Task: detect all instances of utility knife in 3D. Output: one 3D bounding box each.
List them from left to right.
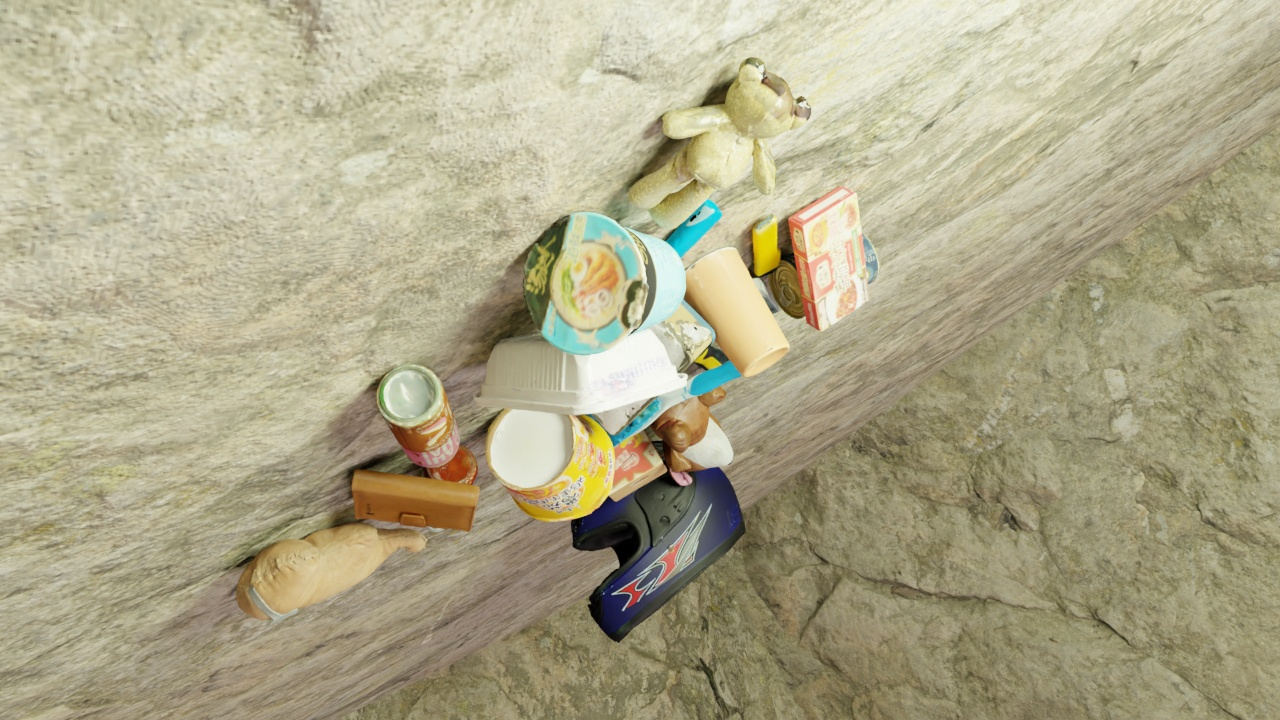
[{"bbox_3d":[-0.002,-0.073,0.894,0.034,0.018,0.237,-13,155,-52],"label":"utility knife"},{"bbox_3d":[0.136,-0.125,0.994,0.033,0.015,0.164,-30,164,-1],"label":"utility knife"}]

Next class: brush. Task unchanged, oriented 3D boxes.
[{"bbox_3d":[0.021,0.055,1.173,0.315,0.060,0.109,-27,176,38],"label":"brush"}]

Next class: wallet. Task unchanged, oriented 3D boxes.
[{"bbox_3d":[-0.245,0.155,0.998,0.131,0.031,0.108,10,149,-10],"label":"wallet"}]

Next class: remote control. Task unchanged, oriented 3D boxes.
[{"bbox_3d":[0.132,-0.071,1.114,0.056,0.019,0.135,-17,167,14],"label":"remote control"}]

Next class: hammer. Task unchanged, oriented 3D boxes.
[{"bbox_3d":[0.073,-0.011,1.190,0.126,0.032,0.323,-34,164,9],"label":"hammer"}]

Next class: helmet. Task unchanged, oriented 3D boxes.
[{"bbox_3d":[0.004,0.270,1.501,0.314,0.240,0.248,-37,168,-21],"label":"helmet"}]

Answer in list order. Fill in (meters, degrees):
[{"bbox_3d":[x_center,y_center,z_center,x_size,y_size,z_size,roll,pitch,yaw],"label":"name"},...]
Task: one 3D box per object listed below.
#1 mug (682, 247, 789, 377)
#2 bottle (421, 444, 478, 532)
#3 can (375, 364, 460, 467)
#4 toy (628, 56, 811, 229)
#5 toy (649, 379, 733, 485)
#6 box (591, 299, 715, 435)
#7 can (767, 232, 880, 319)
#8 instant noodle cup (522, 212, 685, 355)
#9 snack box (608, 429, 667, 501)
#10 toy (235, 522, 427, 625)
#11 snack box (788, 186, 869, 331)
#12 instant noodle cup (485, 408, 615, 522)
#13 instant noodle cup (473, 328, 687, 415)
[{"bbox_3d":[0.100,-0.048,0.966,0.078,0.122,0.078,-29,164,-9],"label":"mug"},{"bbox_3d":[-0.237,0.161,1.102,0.059,0.059,0.207,-23,162,-27],"label":"bottle"},{"bbox_3d":[-0.202,0.055,0.847,0.057,0.058,0.147,-27,163,-14],"label":"can"},{"bbox_3d":[0.054,-0.157,0.693,0.105,0.066,0.158,32,130,-24],"label":"toy"},{"bbox_3d":[0.080,0.104,1.323,0.140,0.130,0.200,-49,158,-18],"label":"toy"},{"bbox_3d":[-0.006,0.006,0.980,0.185,0.090,0.061,-44,179,44],"label":"box"},{"bbox_3d":[0.218,-0.105,1.091,0.111,0.075,0.075,-26,163,-19],"label":"can"},{"bbox_3d":[-0.019,-0.063,0.761,0.111,0.111,0.120,-39,168,24],"label":"instant noodle cup"},{"bbox_3d":[-0.025,0.140,1.343,0.093,0.094,0.077,-30,163,-2],"label":"snack box"},{"bbox_3d":[-0.357,0.235,1.066,0.144,0.082,0.225,-29,170,31],"label":"toy"},{"bbox_3d":[0.209,-0.109,1.009,0.075,0.025,0.153,-32,133,-15],"label":"snack box"},{"bbox_3d":[-0.108,0.109,1.058,0.138,0.138,0.110,-31,156,1],"label":"instant noodle cup"},{"bbox_3d":[-0.059,0.004,0.840,0.174,0.060,0.137,4,-166,45],"label":"instant noodle cup"}]
